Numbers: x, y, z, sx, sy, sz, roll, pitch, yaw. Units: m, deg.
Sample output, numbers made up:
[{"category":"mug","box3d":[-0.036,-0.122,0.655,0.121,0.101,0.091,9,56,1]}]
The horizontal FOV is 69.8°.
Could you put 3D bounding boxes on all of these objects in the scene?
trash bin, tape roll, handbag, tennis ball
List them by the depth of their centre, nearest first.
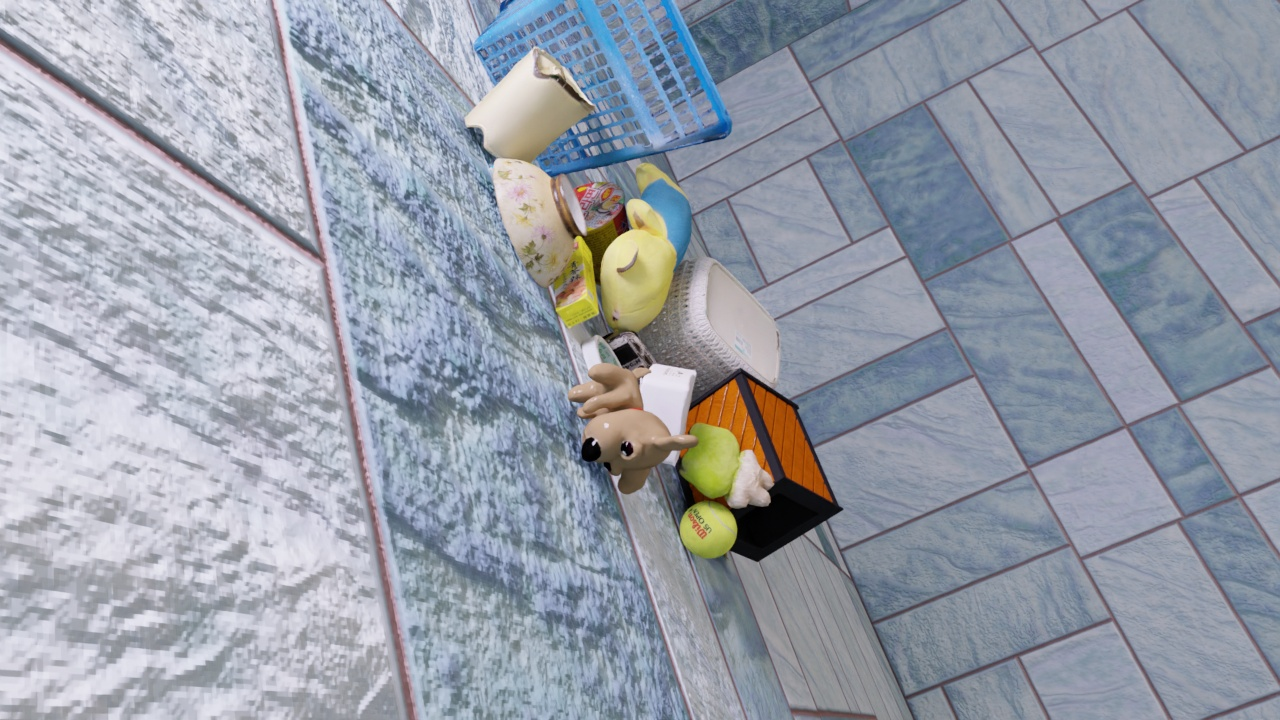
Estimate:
[{"category":"handbag","box3d":[-0.124,-0.282,1.020,0.081,0.119,0.111,54,14,6]},{"category":"tape roll","box3d":[-0.037,0.016,1.048,0.094,0.018,0.093,60,12,-22]},{"category":"tennis ball","box3d":[0.078,0.194,1.052,0.065,0.065,0.065,60,12,-21]},{"category":"trash bin","box3d":[0.141,0.138,1.192,0.139,0.140,0.171,30,32,-41]}]

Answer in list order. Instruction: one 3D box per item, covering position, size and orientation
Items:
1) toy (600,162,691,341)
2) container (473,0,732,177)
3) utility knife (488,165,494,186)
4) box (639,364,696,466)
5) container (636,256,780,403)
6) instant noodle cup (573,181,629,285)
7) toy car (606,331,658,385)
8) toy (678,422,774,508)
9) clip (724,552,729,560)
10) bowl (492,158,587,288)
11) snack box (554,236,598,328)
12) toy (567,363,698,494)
[{"category":"toy","box3d":[0.008,-0.128,1.140,0.149,0.084,0.213,78,26,-44]},{"category":"container","box3d":[-0.071,-0.349,1.132,0.363,0.089,0.257,7,-48,59]},{"category":"utility knife","box3d":[-0.150,-0.214,1.048,0.174,0.015,0.031,-72,138,-73]},{"category":"box","box3d":[0.007,0.057,1.036,0.107,0.095,0.102,-43,145,-76]},{"category":"container","box3d":[0.087,-0.029,1.281,0.251,0.144,0.184,40,46,-36]},{"category":"instant noodle cup","box3d":[-0.051,-0.162,1.209,0.112,0.100,0.100,64,8,-45]},{"category":"toy car","box3d":[-0.007,0.007,1.129,0.113,0.048,0.040,51,15,-49]},{"category":"toy","box3d":[0.101,0.125,1.051,0.118,0.043,0.092,29,47,-9]},{"category":"clip","box3d":[0.114,0.238,1.235,0.054,0.048,0.046,53,40,-40]},{"category":"bowl","box3d":[-0.100,-0.157,0.987,0.145,0.063,0.145,-18,89,-79]},{"category":"snack box","box3d":[-0.076,-0.092,1.054,0.029,0.040,0.147,57,12,-33]},{"category":"toy","box3d":[-0.015,0.058,0.868,0.105,0.134,0.108,-9,68,-34]}]
